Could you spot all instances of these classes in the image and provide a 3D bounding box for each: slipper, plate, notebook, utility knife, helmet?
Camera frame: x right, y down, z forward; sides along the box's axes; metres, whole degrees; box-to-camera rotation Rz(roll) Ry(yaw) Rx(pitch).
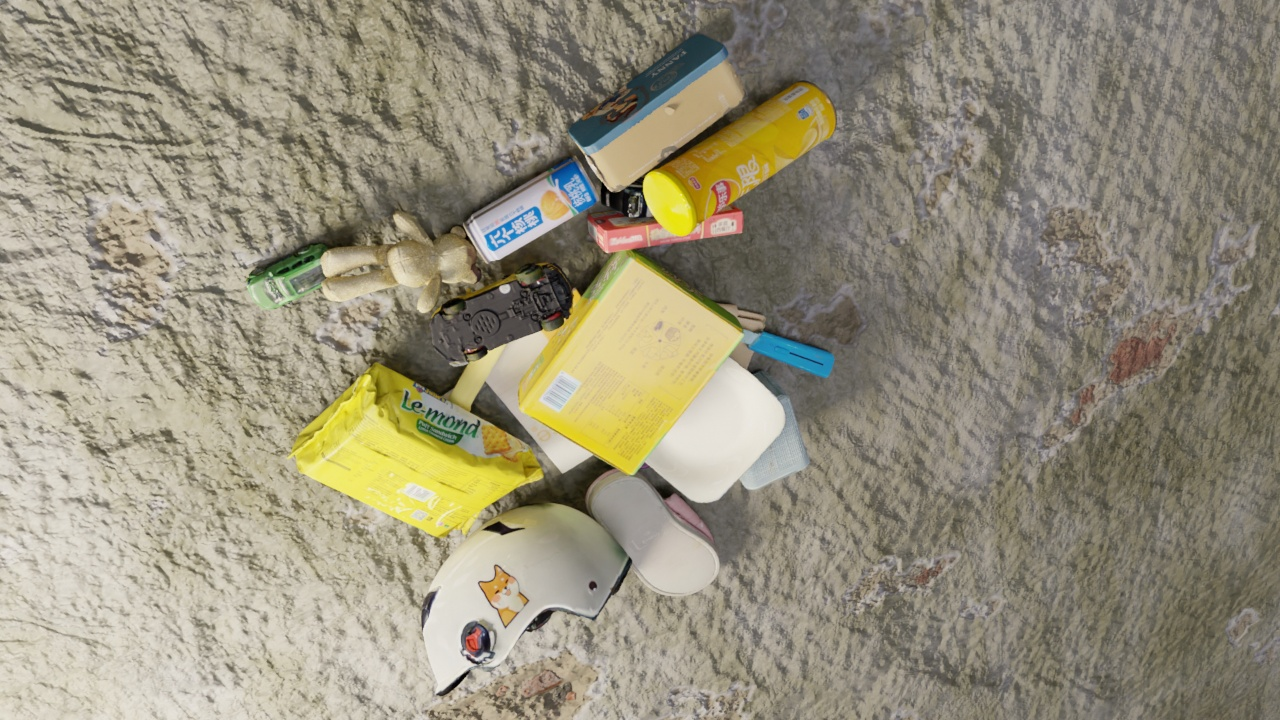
[{"bbox_3d":[0.016,0.223,1.205,0.114,0.054,0.274,-37,128,4],"label":"slipper"},{"bbox_3d":[0.070,0.067,1.078,0.163,0.034,0.164,41,105,-1],"label":"plate"},{"bbox_3d":[-0.084,0.029,1.060,0.146,0.010,0.206,-32,124,3],"label":"notebook"},{"bbox_3d":[0.161,-0.017,1.121,0.218,0.018,0.034,16,112,-36],"label":"utility knife"},{"bbox_3d":[-0.152,0.264,1.095,0.274,0.230,0.157,-30,82,6],"label":"helmet"},{"bbox_3d":[-0.164,-0.005,0.996,0.031,0.022,0.216,21,118,-30],"label":"utility knife"}]

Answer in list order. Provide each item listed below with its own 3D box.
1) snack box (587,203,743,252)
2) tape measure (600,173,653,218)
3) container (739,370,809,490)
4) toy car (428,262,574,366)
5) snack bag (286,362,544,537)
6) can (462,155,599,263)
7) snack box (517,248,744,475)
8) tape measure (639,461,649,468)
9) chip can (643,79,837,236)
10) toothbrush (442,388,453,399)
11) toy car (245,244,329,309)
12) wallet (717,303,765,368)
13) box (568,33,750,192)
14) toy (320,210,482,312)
[{"bbox_3d":[0.026,-0.147,0.979,0.152,0.075,0.025,-11,116,-14],"label":"snack box"},{"bbox_3d":[-0.001,-0.173,0.961,0.065,0.066,0.034,-12,121,-30],"label":"tape measure"},{"bbox_3d":[0.148,0.084,1.153,0.090,0.090,0.111,-22,121,-7],"label":"container"},{"bbox_3d":[-0.144,-0.050,0.948,0.156,0.041,0.071,-24,113,2],"label":"toy car"},{"bbox_3d":[-0.248,0.112,1.014,0.158,0.068,0.246,-37,128,26],"label":"snack bag"},{"bbox_3d":[-0.112,-0.153,0.940,0.134,0.053,0.053,-30,124,-1],"label":"can"},{"bbox_3d":[-0.013,0.000,1.001,0.157,0.070,0.210,32,104,-19],"label":"snack box"},{"bbox_3d":[0.000,0.103,1.139,0.058,0.039,0.057,-46,123,4],"label":"tape measure"},{"bbox_3d":[0.103,-0.209,0.935,0.213,0.072,0.072,-37,127,-22],"label":"chip can"},{"bbox_3d":[-0.177,0.016,1.038,0.180,0.016,0.016,-35,122,3],"label":"toothbrush"},{"bbox_3d":[-0.345,-0.081,0.911,0.091,0.036,0.043,-25,125,0],"label":"toy car"},{"bbox_3d":[0.090,-0.029,1.104,0.115,0.024,0.087,10,114,-23],"label":"wallet"},{"bbox_3d":[0.021,-0.250,0.912,0.184,0.089,0.062,-39,123,2],"label":"box"},{"bbox_3d":[-0.239,-0.093,0.914,0.157,0.066,0.105,-13,81,-28],"label":"toy"}]
